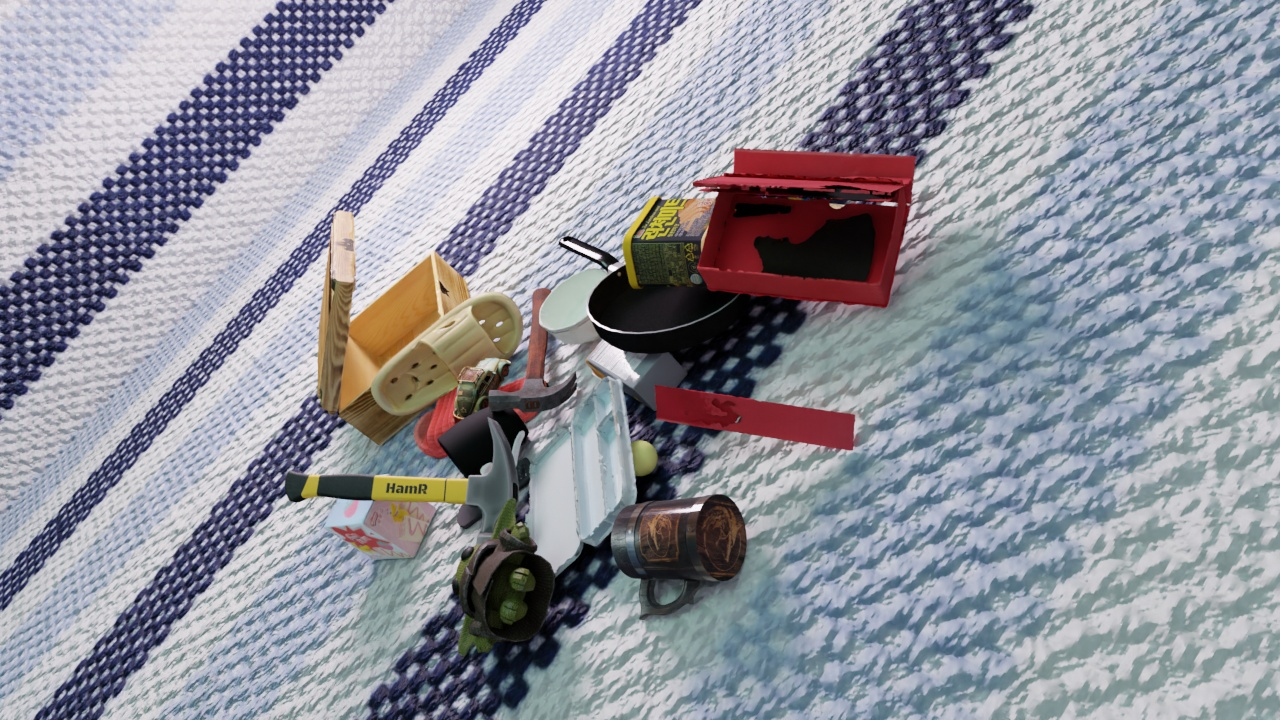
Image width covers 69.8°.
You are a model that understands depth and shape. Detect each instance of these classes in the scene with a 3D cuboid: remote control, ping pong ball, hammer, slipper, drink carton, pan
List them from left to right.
[{"bbox_3d":[-0.302,0.156,1.145,0.325,0.034,0.169,-1,74,17],"label":"hammer"},{"bbox_3d":[-0.284,0.004,1.355,0.262,0.111,0.079,-33,25,8],"label":"slipper"},{"bbox_3d":[-0.242,0.070,1.305,0.249,0.059,0.103,-18,41,31],"label":"slipper"},{"bbox_3d":[-0.189,0.172,1.183,0.124,0.009,0.046,-37,34,11],"label":"remote control"},{"bbox_3d":[-0.144,-0.023,1.297,0.111,0.028,0.300,-2,32,-2],"label":"hammer"},{"bbox_3d":[-0.007,0.007,1.135,0.076,0.048,0.125,-49,34,-8],"label":"drink carton"},{"bbox_3d":[-0.006,-0.101,1.183,0.203,0.044,0.356,-32,35,-22],"label":"pan"},{"bbox_3d":[-0.001,0.109,1.026,0.040,0.040,0.040,-27,37,23],"label":"ping pong ball"}]

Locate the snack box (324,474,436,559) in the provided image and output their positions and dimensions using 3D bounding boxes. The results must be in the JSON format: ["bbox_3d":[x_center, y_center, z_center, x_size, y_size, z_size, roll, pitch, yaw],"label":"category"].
[{"bbox_3d":[-0.349,0.212,1.230,0.093,0.095,0.079,-12,45,38],"label":"snack box"}]

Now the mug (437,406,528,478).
[{"bbox_3d":[-0.191,0.112,1.191,0.100,0.085,0.119,-38,43,-15],"label":"mug"}]

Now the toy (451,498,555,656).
[{"bbox_3d":[-0.154,0.242,0.992,0.153,0.078,0.179,0,70,60],"label":"toy"}]

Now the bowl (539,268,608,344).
[{"bbox_3d":[-0.077,-0.066,1.270,0.118,0.061,0.117,-23,38,19],"label":"bowl"}]

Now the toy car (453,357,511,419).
[{"bbox_3d":[-0.222,0.029,1.256,0.047,0.047,0.111,5,48,26],"label":"toy car"}]

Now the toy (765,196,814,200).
[{"bbox_3d":[0.189,-0.203,1.171,0.090,0.070,0.103,-40,9,-16],"label":"toy"}]

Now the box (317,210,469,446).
[{"bbox_3d":[-0.450,-0.061,1.488,0.270,0.264,0.279,-40,36,10],"label":"box"}]

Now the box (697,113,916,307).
[{"bbox_3d":[0.196,-0.296,0.995,0.215,0.138,0.467,9,90,25],"label":"box"}]

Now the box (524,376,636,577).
[{"bbox_3d":[-0.070,0.139,1.053,0.190,0.037,0.208,-50,28,27],"label":"box"}]

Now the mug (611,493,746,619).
[{"bbox_3d":[0.036,0.190,0.882,0.107,0.080,0.115,-12,71,40],"label":"mug"}]

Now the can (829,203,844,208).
[{"bbox_3d":[0.227,-0.166,1.086,0.038,0.038,0.079,-53,35,-12],"label":"can"}]

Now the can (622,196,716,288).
[{"bbox_3d":[0.050,-0.145,1.120,0.101,0.073,0.130,2,36,21],"label":"can"}]
